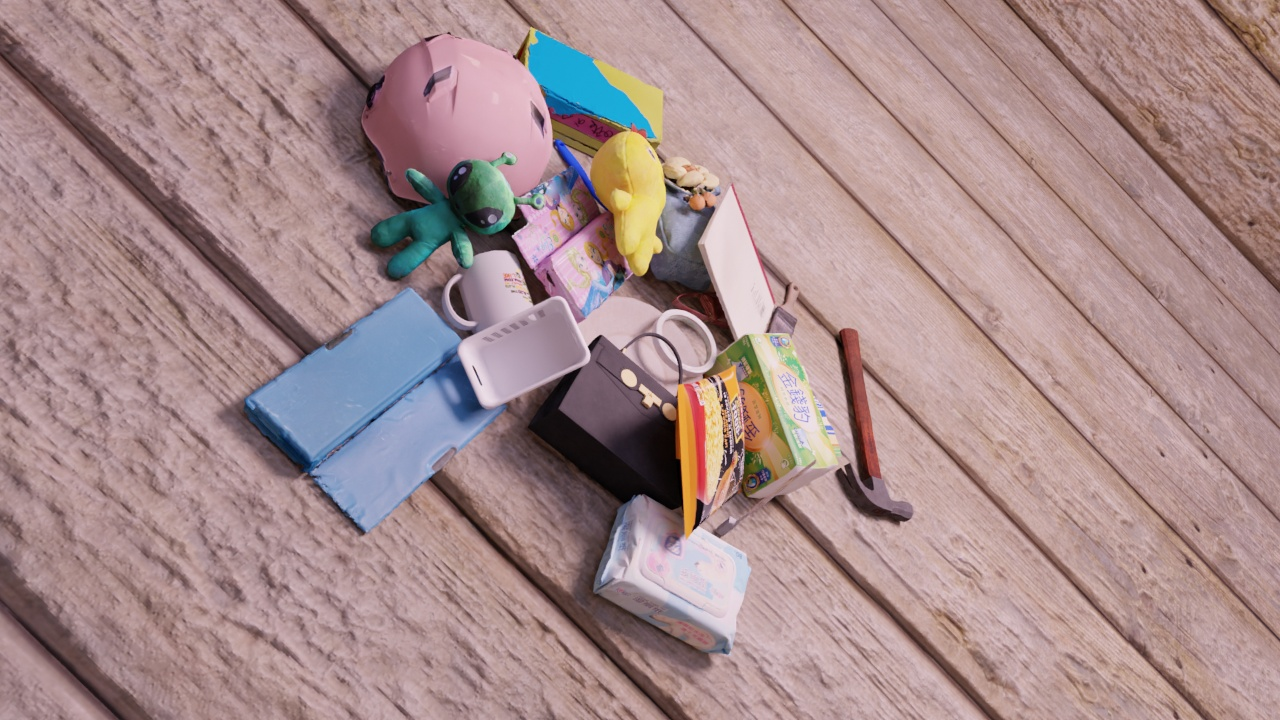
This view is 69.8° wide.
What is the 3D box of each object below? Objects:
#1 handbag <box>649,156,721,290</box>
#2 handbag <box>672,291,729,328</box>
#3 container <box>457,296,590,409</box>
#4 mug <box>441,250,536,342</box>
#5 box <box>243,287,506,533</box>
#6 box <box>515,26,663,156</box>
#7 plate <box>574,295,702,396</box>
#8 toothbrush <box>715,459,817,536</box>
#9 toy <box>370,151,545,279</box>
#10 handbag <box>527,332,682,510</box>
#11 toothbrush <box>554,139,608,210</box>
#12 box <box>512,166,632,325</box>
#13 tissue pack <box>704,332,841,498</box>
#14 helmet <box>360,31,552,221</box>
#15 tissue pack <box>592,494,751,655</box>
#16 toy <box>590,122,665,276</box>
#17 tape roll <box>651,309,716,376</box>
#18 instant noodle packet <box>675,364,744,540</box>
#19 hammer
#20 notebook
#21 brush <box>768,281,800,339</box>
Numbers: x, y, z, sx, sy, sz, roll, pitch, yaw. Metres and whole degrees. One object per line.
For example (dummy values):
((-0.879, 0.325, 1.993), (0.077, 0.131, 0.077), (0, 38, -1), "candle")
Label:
((0.061, -0.198, 1.262), (0.121, 0.119, 0.191), (13, 51, -30), "handbag")
((0.081, -0.073, 1.235), (0.119, 0.029, 0.055), (6, 55, -52), "handbag")
((-0.123, -0.007, 0.992), (0.049, 0.129, 0.080), (39, 26, -83), "container")
((-0.174, -0.066, 1.036), (0.105, 0.074, 0.089), (-4, 64, -37), "mug")
((-0.256, 0.042, 0.937), (0.174, 0.034, 0.230), (45, 45, -3), "box")
((-0.080, -0.366, 1.302), (0.220, 0.081, 0.124), (17, 52, -23), "box")
((-0.006, 0.007, 1.141), (0.188, 0.027, 0.188), (18, 53, -26), "plate")
((0.139, 0.156, 1.041), (0.010, 0.182, 0.010), (32, 42, -10), "toothbrush")
((-0.208, -0.164, 1.028), (0.130, 0.193, 0.072), (61, 3, 3), "toy")
((-0.003, 0.048, 1.059), (0.175, 0.072, 0.195), (40, 52, -15), "handbag")
((-0.067, -0.234, 1.267), (0.016, 0.018, 0.182), (-26, 76, -43), "toothbrush")
((-0.077, -0.152, 1.133), (0.159, 0.035, 0.229), (56, 29, -11), "box")
((0.188, 0.069, 1.187), (0.141, 0.121, 0.197), (0, 69, -37), "tissue pack")
((-0.212, -0.302, 1.120), (0.229, 0.153, 0.255), (13, 49, -25), "helmet")
((0.041, 0.234, 0.998), (0.182, 0.070, 0.111), (32, 47, -16), "tissue pack")
((-0.012, -0.205, 1.159), (0.134, 0.092, 0.207), (59, 18, -55), "toy")
((0.056, -0.023, 1.175), (0.093, 0.013, 0.092), (18, 53, -25), "tape roll")
((0.082, 0.095, 1.044), (0.220, 0.032, 0.160), (-15, 102, -68), "instant noodle packet")
((0.322, 0.081, 1.329), (0.111, 0.028, 0.300), (18, 52, -27), "hammer")
((0.137, -0.116, 1.259), (0.209, 0.012, 0.152), (65, 35, -33), "notebook")
((0.216, -0.067, 1.360), (0.039, 0.012, 0.150), (35, 47, -11), "brush")
